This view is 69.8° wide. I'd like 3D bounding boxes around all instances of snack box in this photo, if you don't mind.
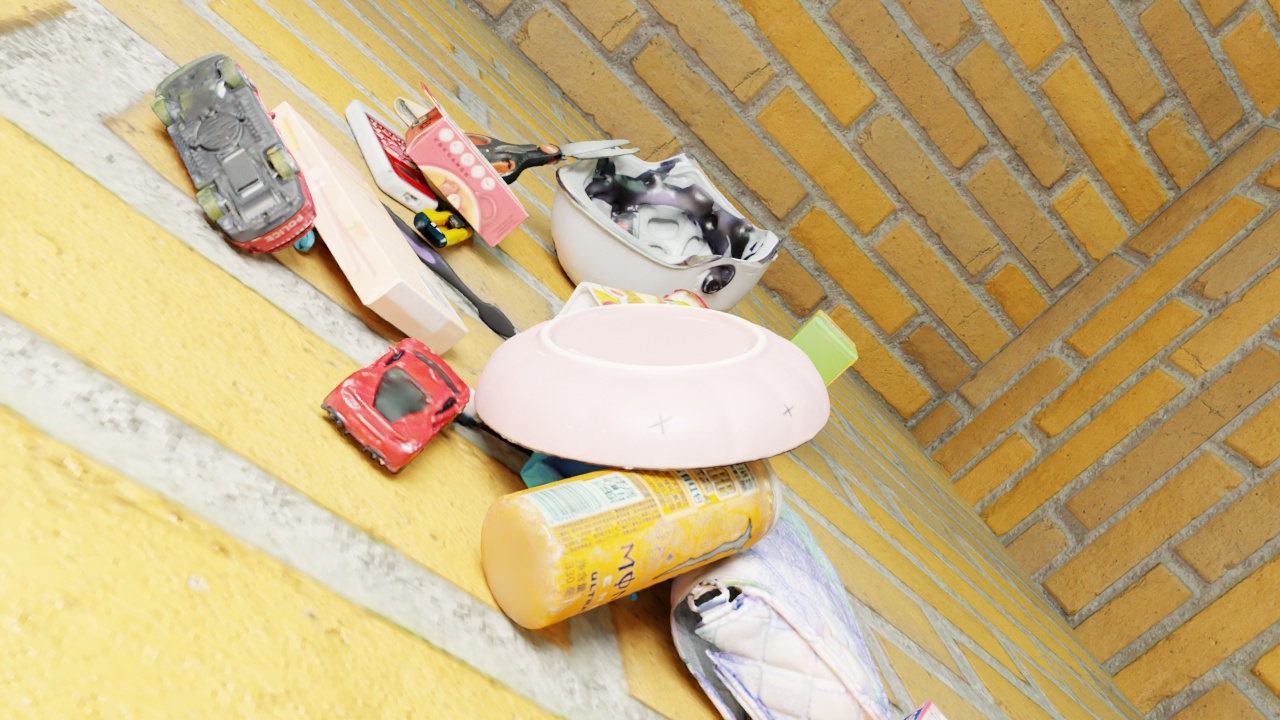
[{"bbox_3d":[-0.155,-0.165,0.768,0.127,0.044,0.113,50,2,-24],"label":"snack box"},{"bbox_3d":[-0.166,-0.078,0.546,0.157,0.026,0.084,51,0,25],"label":"snack box"},{"bbox_3d":[0.152,0.250,0.516,0.058,0.057,0.207,48,13,22],"label":"snack box"},{"bbox_3d":[0.187,0.018,1.131,0.070,0.158,0.209,45,13,5],"label":"snack box"}]

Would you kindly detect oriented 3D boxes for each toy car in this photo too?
[{"bbox_3d":[-0.112,0.016,0.445,0.049,0.031,0.106,46,15,-5],"label":"toy car"},{"bbox_3d":[-0.210,-0.107,0.478,0.120,0.053,0.045,57,-6,19],"label":"toy car"}]

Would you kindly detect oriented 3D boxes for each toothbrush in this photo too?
[{"bbox_3d":[-0.159,-0.083,0.656,0.189,0.014,0.016,44,5,-8],"label":"toothbrush"},{"bbox_3d":[-0.049,0.061,0.555,0.181,0.018,0.015,38,7,-39],"label":"toothbrush"}]

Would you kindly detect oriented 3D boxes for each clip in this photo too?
[{"bbox_3d":[-0.199,-0.082,0.521,0.040,0.014,0.056,31,20,-50],"label":"clip"}]

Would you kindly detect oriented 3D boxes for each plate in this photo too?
[{"bbox_3d":[0.006,0.003,0.496,0.192,0.039,0.192,1,18,-1],"label":"plate"}]

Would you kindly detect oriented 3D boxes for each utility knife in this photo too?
[{"bbox_3d":[-0.152,-0.110,0.736,0.033,0.015,0.206,50,5,-10],"label":"utility knife"}]

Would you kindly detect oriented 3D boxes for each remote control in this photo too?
[{"bbox_3d":[-0.207,-0.169,0.759,0.056,0.020,0.136,31,19,-46],"label":"remote control"}]

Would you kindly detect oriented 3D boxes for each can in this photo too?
[{"bbox_3d":[0.000,0.076,0.431,0.145,0.058,0.058,-9,51,-41],"label":"can"}]

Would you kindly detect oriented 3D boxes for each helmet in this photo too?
[{"bbox_3d":[0.009,-0.116,0.984,0.258,0.146,0.229,-15,50,-44],"label":"helmet"}]

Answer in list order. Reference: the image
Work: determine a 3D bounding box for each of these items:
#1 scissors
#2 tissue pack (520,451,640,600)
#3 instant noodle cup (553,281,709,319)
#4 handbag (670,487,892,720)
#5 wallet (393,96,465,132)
[{"bbox_3d":[-0.112,-0.215,0.916,0.162,0.022,0.233,31,42,22],"label":"scissors"},{"bbox_3d":[-0.014,0.064,0.533,0.095,0.052,0.156,55,19,-9],"label":"tissue pack"},{"bbox_3d":[-0.004,0.004,0.686,0.123,0.116,0.116,16,31,-44],"label":"instant noodle cup"},{"bbox_3d":[0.073,0.142,0.548,0.134,0.076,0.193,51,10,-7],"label":"handbag"},{"bbox_3d":[-0.201,-0.232,0.971,0.087,0.024,0.115,51,12,16],"label":"wallet"}]
